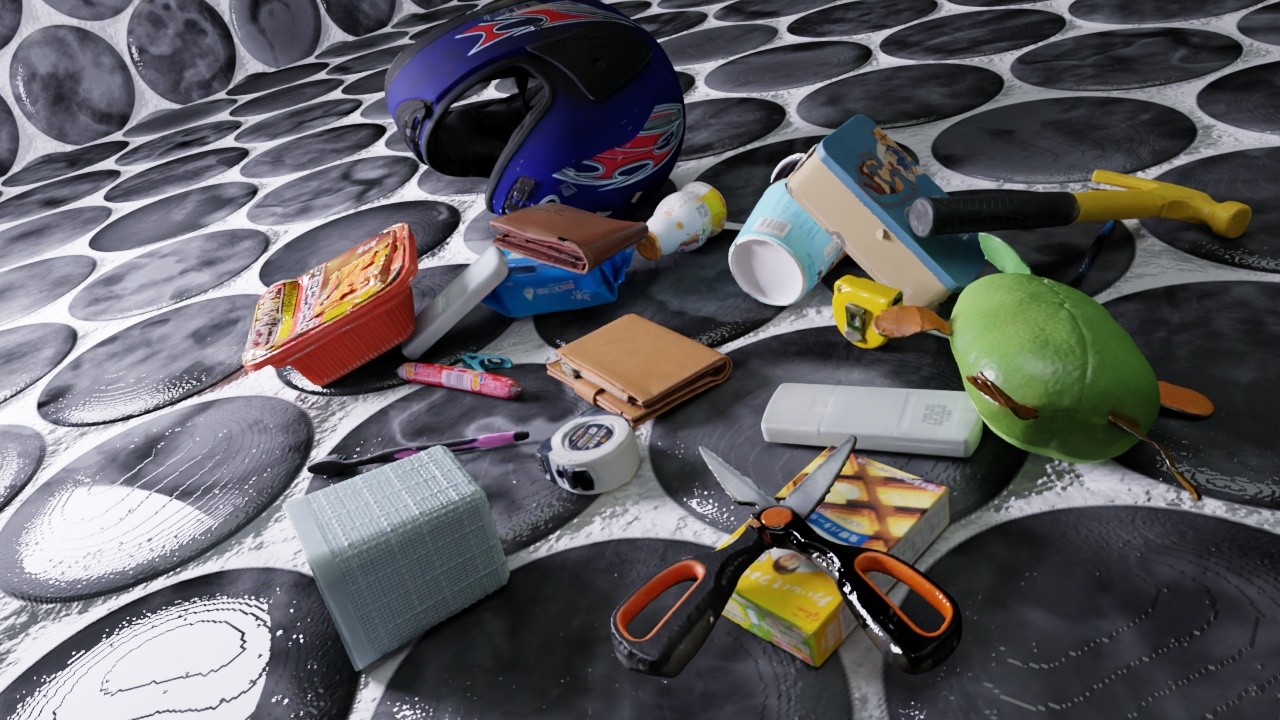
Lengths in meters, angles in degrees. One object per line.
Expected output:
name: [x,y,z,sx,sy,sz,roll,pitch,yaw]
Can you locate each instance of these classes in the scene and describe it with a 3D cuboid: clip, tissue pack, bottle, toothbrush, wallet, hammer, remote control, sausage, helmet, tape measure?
clip: [-0.146,0.004,0.848,0.054,0.013,0.033,19,43,40]
tissue pack: [-0.086,-0.086,0.933,0.157,0.052,0.094,-6,29,12]
bottle: [0.041,-0.143,0.965,0.063,0.063,0.108,18,42,41]
toothbrush: [0.379,-0.080,0.777,0.016,0.014,0.189,14,40,37]
wallet: [-0.005,0.005,0.773,0.107,0.031,0.132,-28,33,-28]
hammer: [0.357,-0.128,0.772,0.300,0.033,0.129,-7,26,-22]
remote control: [0.164,0.042,0.653,0.150,0.021,0.058,3,34,26]
sausage: [-0.166,0.016,0.828,0.156,0.020,0.020,8,37,32]
helmet: [-0.097,-0.258,1.031,0.314,0.248,0.240,-24,75,-27]
toothbrush: [-0.182,0.073,0.749,0.189,0.014,0.017,-9,19,6]
wallet: [-0.069,-0.125,0.899,0.125,0.032,0.101,19,32,28]
tape measure: [0.181,-0.037,0.740,0.028,0.057,0.060,-31,39,-30]
tape measure: [-0.035,0.068,0.678,0.065,0.034,0.066,-36,35,-29]
remote control: [-0.182,-0.056,0.898,0.136,0.020,0.055,-41,31,11]

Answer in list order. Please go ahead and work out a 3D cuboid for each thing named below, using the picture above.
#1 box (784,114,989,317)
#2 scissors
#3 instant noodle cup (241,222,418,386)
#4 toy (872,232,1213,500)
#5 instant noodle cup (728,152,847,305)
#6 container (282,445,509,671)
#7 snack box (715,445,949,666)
box: [0.215,-0.118,0.777,0.184,0.062,0.089,43,51,5]
scissors: [0.077,0.110,0.520,0.220,0.022,0.235,-25,31,-26]
instant noodle cup: [-0.291,-0.051,0.909,0.189,0.079,0.164,-30,31,2]
toy: [0.268,0.002,0.608,0.227,0.090,0.246,19,28,3]
instant noodle cup: [0.143,-0.114,0.850,0.111,0.111,0.120,12,48,36]
container: [-0.154,0.120,0.590,0.111,0.090,0.090,-24,32,-23]
snack box: [0.111,0.111,0.551,0.140,0.034,0.087,-37,37,-30]
